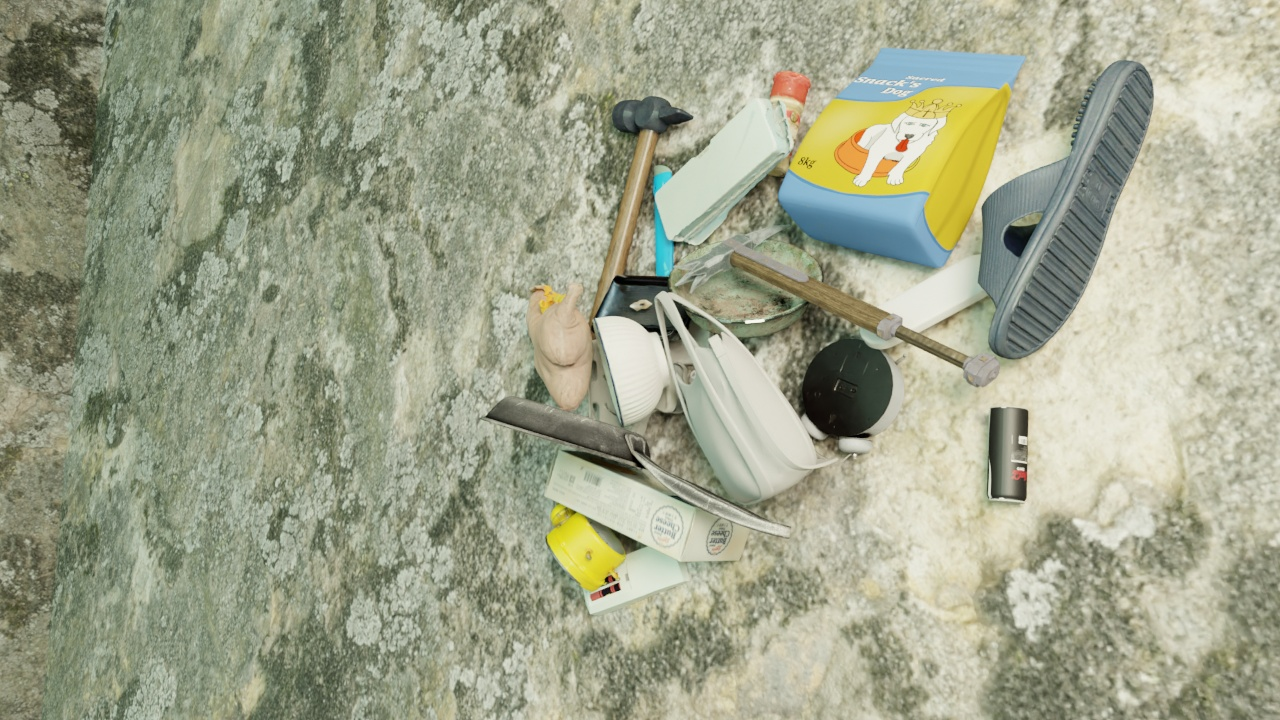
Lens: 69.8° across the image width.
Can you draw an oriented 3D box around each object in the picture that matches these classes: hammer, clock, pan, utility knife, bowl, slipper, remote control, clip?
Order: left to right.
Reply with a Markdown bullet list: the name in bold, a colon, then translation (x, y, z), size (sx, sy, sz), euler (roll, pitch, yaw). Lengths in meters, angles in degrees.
- **clock**: translation (-0.065, 0.203, 1.025), size (0.057, 0.083, 0.118), euler (-44, 32, 4)
- **clip**: translation (-0.021, 0.035, 1.044), size (0.153, 0.096, 0.126), euler (-8, 84, 51)
- **hammer**: translation (-0.019, -0.163, 1.123), size (0.129, 0.040, 0.322), euler (19, 95, 52)
- **remote control**: translation (-0.012, 0.244, 1.027), size (0.144, 0.024, 0.049), euler (-30, 61, 33)
- **pan**: translation (-0.007, 0.098, 0.901), size (0.357, 0.187, 0.055), euler (13, 83, 36)
- **bowl**: translation (-0.006, 0.006, 0.962), size (0.062, 0.118, 0.118), euler (-15, 63, -4)
- **utility knife**: translation (0.028, -0.156, 1.101), size (0.031, 0.015, 0.178), euler (-14, 67, 41)
- **remote control**: translation (0.029, -0.017, 1.067), size (0.136, 0.011, 0.050), euler (-7, 76, 41)
- **bowl**: translation (0.108, -0.070, 0.946), size (0.157, 0.157, 0.039), euler (34, 144, 41)
- **hammer**: translation (0.191, -0.054, 0.853), size (0.317, 0.146, 0.028), euler (33, 143, 40)
- **clock**: translation (0.202, 0.039, 0.887), size (0.094, 0.035, 0.122), euler (26, 97, 42)
- **remote control**: translation (0.266, -0.054, 0.845), size (0.137, 0.013, 0.043), euler (-30, 46, 15)
- **slipper**: translation (0.342, -0.127, 0.774), size (0.082, 0.101, 0.263), euler (25, 89, 49)

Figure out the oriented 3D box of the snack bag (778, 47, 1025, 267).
- **snack bag**: translation (0.250, -0.207, 0.873), size (0.159, 0.102, 0.205), euler (22, 82, 42)

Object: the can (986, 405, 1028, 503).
- **can**: translation (0.313, 0.080, 0.781), size (0.032, 0.031, 0.080), euler (-3, 77, 41)

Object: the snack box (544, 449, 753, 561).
- **snack box**: translation (0.006, 0.153, 0.982), size (0.208, 0.104, 0.057), euler (17, 93, 42)

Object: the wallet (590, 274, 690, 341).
- **wallet**: translation (0.009, -0.061, 1.044), size (0.115, 0.026, 0.089), euler (5, 48, 21)

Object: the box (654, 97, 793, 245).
- **box**: translation (0.089, -0.201, 1.003), size (0.200, 0.066, 0.082), euler (-38, 39, 48)

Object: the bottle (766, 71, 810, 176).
- **bottle**: translation (0.154, -0.257, 1.000), size (0.044, 0.044, 0.109), euler (12, 88, 42)

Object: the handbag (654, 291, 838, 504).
- **handbag**: translation (0.083, 0.023, 0.871), size (0.095, 0.216, 0.222), euler (-29, 83, -11)

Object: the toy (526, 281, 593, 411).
- **toy**: translation (-0.099, -0.049, 1.075), size (0.264, 0.065, 0.196), euler (-113, 26, -58)
